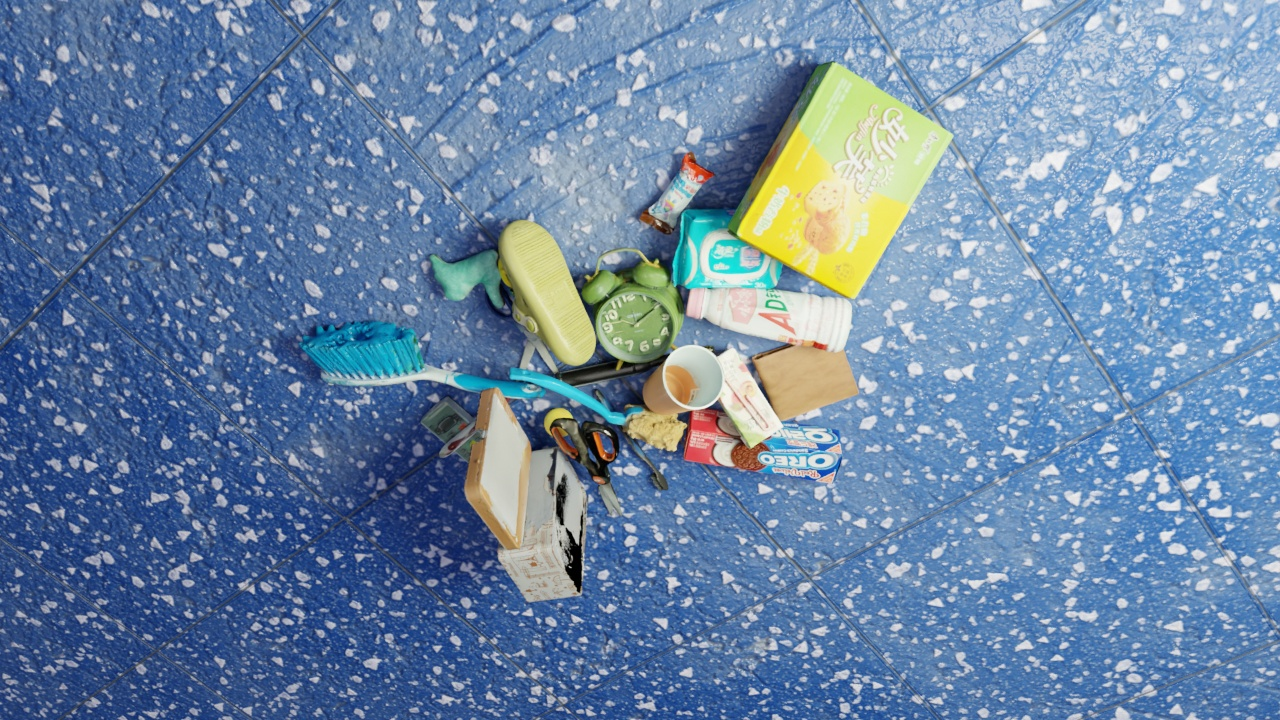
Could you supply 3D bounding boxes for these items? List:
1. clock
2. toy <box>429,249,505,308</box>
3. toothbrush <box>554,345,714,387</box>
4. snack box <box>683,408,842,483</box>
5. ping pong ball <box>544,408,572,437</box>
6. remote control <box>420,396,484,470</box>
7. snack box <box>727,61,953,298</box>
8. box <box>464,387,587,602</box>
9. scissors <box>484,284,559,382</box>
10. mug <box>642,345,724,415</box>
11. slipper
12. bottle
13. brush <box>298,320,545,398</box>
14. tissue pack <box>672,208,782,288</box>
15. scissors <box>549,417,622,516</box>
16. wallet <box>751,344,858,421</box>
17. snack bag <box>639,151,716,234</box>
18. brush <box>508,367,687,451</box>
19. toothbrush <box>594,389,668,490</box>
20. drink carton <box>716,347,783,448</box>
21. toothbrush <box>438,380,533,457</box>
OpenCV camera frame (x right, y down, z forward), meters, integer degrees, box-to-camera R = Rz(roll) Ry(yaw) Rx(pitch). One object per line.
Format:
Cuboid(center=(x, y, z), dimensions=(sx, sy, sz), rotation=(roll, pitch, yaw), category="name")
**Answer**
Cuboid(center=(-0.008, -0.067, 1.142), dimensions=(0.116, 0.056, 0.161), rotation=(-13, 118, 11), category="clock")
Cuboid(center=(-0.210, -0.103, 1.151), dimensions=(0.092, 0.030, 0.096), rotation=(-22, 97, 15), category="toy")
Cuboid(center=(-0.007, 0.007, 1.201), dimensions=(0.213, 0.027, 0.026), rotation=(-12, 88, 8), category="toothbrush")
Cuboid(center=(0.164, 0.113, 1.230), dimensions=(0.207, 0.058, 0.057), rotation=(9, 123, 0), category="snack box")
Cuboid(center=(-0.111, 0.085, 1.249), dimensions=(0.040, 0.040, 0.040), rotation=(2, 120, 4), category="ping pong ball")
Cuboid(center=(-0.241, 0.111, 1.288), dimensions=(0.056, 0.019, 0.135), rotation=(-37, 110, 23), category="remote control")
Cuboid(center=(0.215, -0.195, 1.008), dimensions=(0.157, 0.070, 0.210), rotation=(27, 102, -11), category="snack box")
Cuboid(center=(-0.150, 0.177, 1.197), dimensions=(0.082, 0.176, 0.260), rotation=(-12, 133, 12), category="box")
Cuboid(center=(-0.139, -0.042, 1.195), dimensions=(0.162, 0.012, 0.175), rotation=(38, 117, -17), category="scissors")
Cuboid(center=(0.048, 0.031, 1.148), dimensions=(0.078, 0.078, 0.123), rotation=(25, 163, -9), category="mug")
Cuboid(center=(-0.127, -0.074, 1.115), dimensions=(0.082, 0.091, 0.190), rotation=(-24, 96, 33), category="slipper")
Cuboid(center=(0.156, -0.059, 1.129), dimensions=(0.197, 0.068, 0.068), rotation=(10, 120, 4), category="bottle")
Cuboid(center=(-0.285, 0.005, 1.204), dimensions=(0.315, 0.060, 0.110), rotation=(-1, 126, 12), category="brush")
Cuboid(center=(0.104, -0.132, 1.086), dimensions=(0.133, 0.050, 0.093), rotation=(-1, 120, -7), category="tissue pack")
Cuboid(center=(-0.046, 0.155, 1.253), dimensions=(0.149, 0.021, 0.235), rotation=(-11, 133, 37), category="scissors")
Cuboid(center=(0.215, 0.020, 1.194), dimensions=(0.115, 0.020, 0.101), rotation=(-19, 116, 12), category="wallet")
Cuboid(center=(0.044, -0.195, 1.080), dimensions=(0.045, 0.026, 0.106), rotation=(28, 122, -19), category="snack bag")
Cuboid(center=(-0.051, 0.058, 1.192), dimensions=(0.254, 0.083, 0.046), rotation=(23, 109, -17), category="brush")
Cuboid(center=(-0.013, 0.113, 1.272), dimensions=(0.016, 0.014, 0.189), rotation=(-14, 120, 40), category="toothbrush")
Cuboid(center=(0.128, 0.048, 1.171), dimensions=(0.053, 0.045, 0.122), rotation=(-32, 88, -1), category="drink carton")
Cuboid(center=(-0.209, 0.079, 1.249), dimensions=(0.188, 0.017, 0.016), rotation=(-39, 109, 17), category="toothbrush")
